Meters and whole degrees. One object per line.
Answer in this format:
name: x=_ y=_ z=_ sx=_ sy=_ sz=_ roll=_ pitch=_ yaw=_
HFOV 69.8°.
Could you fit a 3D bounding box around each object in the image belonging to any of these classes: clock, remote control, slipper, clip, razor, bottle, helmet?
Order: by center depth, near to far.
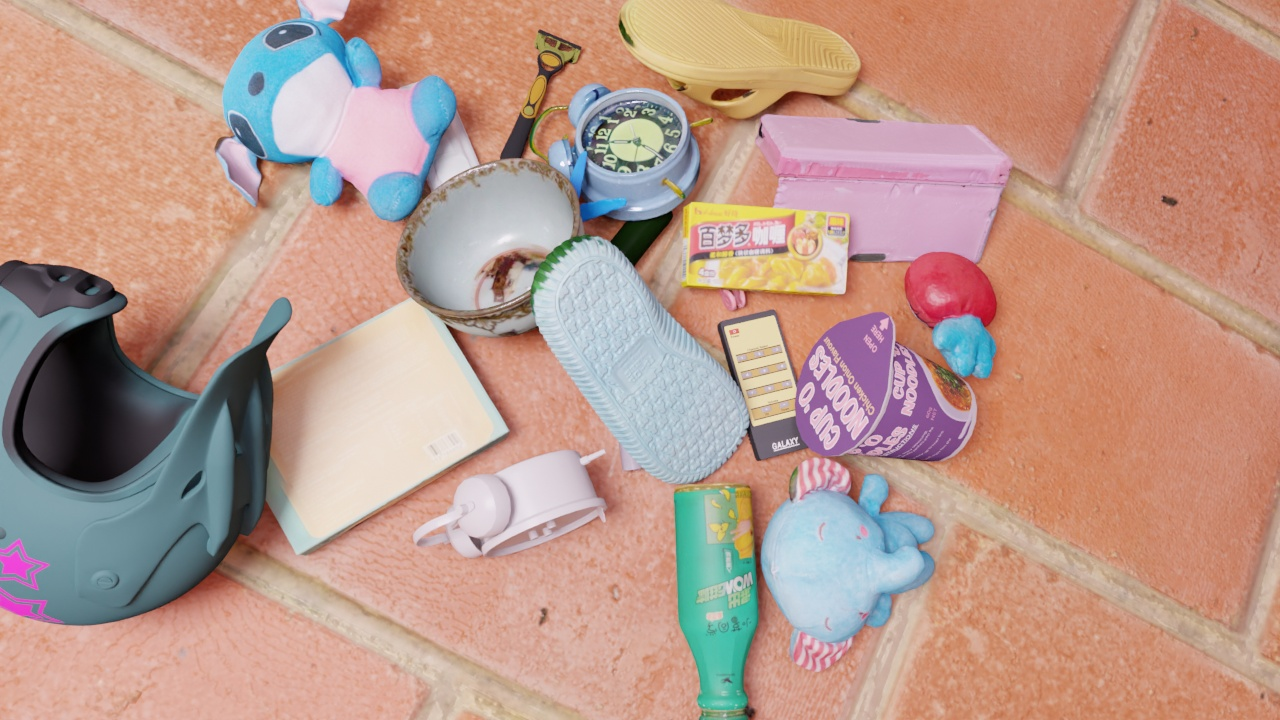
helmet: x=-0.358 y=0.061 z=0.638 sx=0.200 sy=0.176 sz=0.275 roll=23 pitch=111 yaw=-14
clock: x=-0.102 y=0.123 z=0.735 sx=0.159 sy=0.120 sz=0.061 roll=-16 pitch=73 yaw=-24
slipper: x=-0.005 y=0.004 z=0.761 sx=0.115 sy=0.069 sz=0.276 roll=-50 pitch=128 yaw=-15
bottle: x=0.065 y=0.209 z=0.771 sx=0.068 sy=0.068 sz=0.209 roll=0 pitch=78 yaw=-11
clock: x=-0.022 y=-0.192 z=0.833 sx=0.162 sy=0.060 sz=0.117 roll=11 pitch=66 yaw=12
remote control: x=-0.179 y=-0.193 z=0.833 sx=0.050 sy=0.022 sz=0.133 roll=-22 pitch=83 yaw=-14
bottle: x=-0.017 y=-0.096 z=0.838 sx=0.033 sy=0.033 sz=0.122 roll=38 pitch=75 yaw=-1
remote control: x=0.116 y=0.022 z=0.848 sx=0.058 sy=0.013 sz=0.133 roll=-14 pitch=81 yaw=-13
clip: x=0.084 y=-0.078 z=0.861 sx=0.060 sy=0.023 sz=0.045 roll=45 pitch=73 yaw=5
razor: x=-0.100 y=-0.243 z=0.861 sx=0.044 sy=0.021 sz=0.144 roll=21 pitch=77 yaw=-6
slipper: x=0.093 y=-0.278 z=0.872 sx=0.262 sy=0.079 sz=0.099 roll=-6 pitch=58 yaw=-30

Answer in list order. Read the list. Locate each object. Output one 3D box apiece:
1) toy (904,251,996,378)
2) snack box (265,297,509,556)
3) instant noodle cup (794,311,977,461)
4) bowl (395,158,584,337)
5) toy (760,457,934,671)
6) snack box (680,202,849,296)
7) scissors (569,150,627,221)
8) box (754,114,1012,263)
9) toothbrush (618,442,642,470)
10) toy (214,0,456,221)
toy: x=0.297 y=-0.044 z=0.867 sx=0.092 sy=0.062 sz=0.132 roll=1 pitch=69 yaw=-20
snack box: x=-0.228 y=0.050 z=0.761 sx=0.193 sy=0.044 sz=0.141 roll=-31 pitch=84 yaw=-15
instant noodle cup: x=0.227 y=0.032 z=0.810 sx=0.121 sy=0.121 sz=0.137 roll=16 pitch=120 yaw=-25
bowl: x=-0.112 y=-0.079 z=0.773 sx=0.160 sy=0.094 sz=0.159 roll=-8 pitch=56 yaw=12
toy: x=0.191 y=0.174 z=0.789 sx=0.180 sy=0.115 sz=0.183 roll=0 pitch=88 yaw=-23
snack box: x=0.113 y=-0.101 z=0.837 sx=0.152 sy=0.025 sz=0.075 roll=2 pitch=91 yaw=-10
scissors: x=-0.065 y=-0.119 z=0.811 sx=0.126 sy=0.016 sz=0.123 roll=-11 pitch=106 yaw=28
box: x=0.227 y=-0.166 z=0.903 sx=0.232 sy=0.116 sz=0.106 roll=0 pitch=38 yaw=-11
toothbrush: x=-0.019 y=0.003 z=0.810 sx=0.018 sy=0.019 sz=0.188 roll=-7 pitch=88 yaw=-14
toy: x=-0.254 y=-0.220 z=0.779 sx=0.191 sy=0.099 sz=0.224 roll=24 pitch=92 yaw=-3
